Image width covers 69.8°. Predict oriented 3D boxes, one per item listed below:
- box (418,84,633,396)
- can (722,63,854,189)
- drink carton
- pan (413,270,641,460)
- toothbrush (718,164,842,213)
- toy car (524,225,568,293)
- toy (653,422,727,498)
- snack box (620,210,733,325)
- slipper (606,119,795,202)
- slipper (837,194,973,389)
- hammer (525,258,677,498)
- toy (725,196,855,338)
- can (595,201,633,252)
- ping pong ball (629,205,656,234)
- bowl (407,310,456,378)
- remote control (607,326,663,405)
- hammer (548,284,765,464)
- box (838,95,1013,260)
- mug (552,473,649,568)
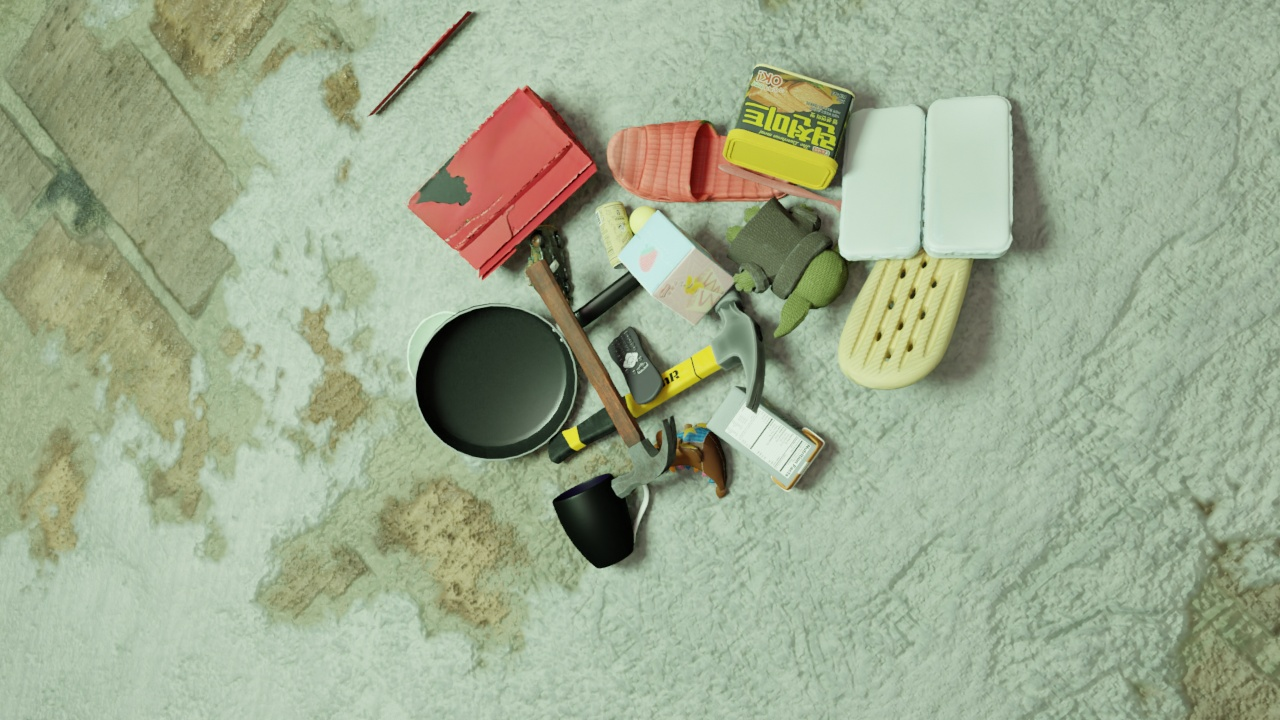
[{"bbox_3d":[-0.139,-0.152,1.088,0.215,0.138,0.467,-40,43,13],"label":"box"},{"bbox_3d":[0.176,-0.276,1.081,0.131,0.072,0.101,18,79,2],"label":"can"},{"bbox_3d":[0.150,0.092,1.104,0.125,0.048,0.076,37,99,16],"label":"drink carton"},{"bbox_3d":[-0.125,-0.020,1.175,0.355,0.044,0.204,-38,109,-2],"label":"pan"},{"bbox_3d":[0.181,-0.205,1.104,0.184,0.015,0.015,20,90,6],"label":"toothbrush"},{"bbox_3d":[-0.126,-0.120,1.207,0.047,0.047,0.112,-11,88,36],"label":"toy car"},{"bbox_3d":[0.062,0.129,1.141,0.090,0.070,0.103,-13,106,30],"label":"toy"},{"bbox_3d":[0.043,-0.111,1.109,0.079,0.094,0.093,-48,47,10],"label":"snack box"},{"bbox_3d":[0.069,-0.247,1.143,0.249,0.059,0.103,10,90,17],"label":"slipper"},{"bbox_3d":[0.314,-0.072,1.045,0.111,0.079,0.261,20,74,25],"label":"slipper"},{"bbox_3d":[-0.054,0.011,1.109,0.111,0.028,0.300,-33,83,31],"label":"hammer"},{"bbox_3d":[0.175,-0.124,1.089,0.153,0.078,0.179,40,77,11],"label":"toy"},{"bbox_3d":[-0.030,-0.161,1.181,0.038,0.038,0.079,-19,82,16],"label":"can"},{"bbox_3d":[0.006,-0.177,1.169,0.040,0.040,0.040,-1,87,18],"label":"ping pong ball"},{"bbox_3d":[-0.249,-0.006,1.235,0.117,0.061,0.117,-1,87,18],"label":"bowl"},{"bbox_3d":[-0.007,0.007,1.148,0.046,0.009,0.124,-43,44,14],"label":"remote control"},{"bbox_3d":[0.013,0.047,1.140,0.325,0.034,0.169,-31,52,21],"label":"hammer"},{"bbox_3d":[0.323,-0.208,1.041,0.190,0.037,0.208,3,68,18],"label":"box"},{"bbox_3d":[-0.038,0.197,1.153,0.118,0.085,0.100,-25,92,-14],"label":"mug"}]
